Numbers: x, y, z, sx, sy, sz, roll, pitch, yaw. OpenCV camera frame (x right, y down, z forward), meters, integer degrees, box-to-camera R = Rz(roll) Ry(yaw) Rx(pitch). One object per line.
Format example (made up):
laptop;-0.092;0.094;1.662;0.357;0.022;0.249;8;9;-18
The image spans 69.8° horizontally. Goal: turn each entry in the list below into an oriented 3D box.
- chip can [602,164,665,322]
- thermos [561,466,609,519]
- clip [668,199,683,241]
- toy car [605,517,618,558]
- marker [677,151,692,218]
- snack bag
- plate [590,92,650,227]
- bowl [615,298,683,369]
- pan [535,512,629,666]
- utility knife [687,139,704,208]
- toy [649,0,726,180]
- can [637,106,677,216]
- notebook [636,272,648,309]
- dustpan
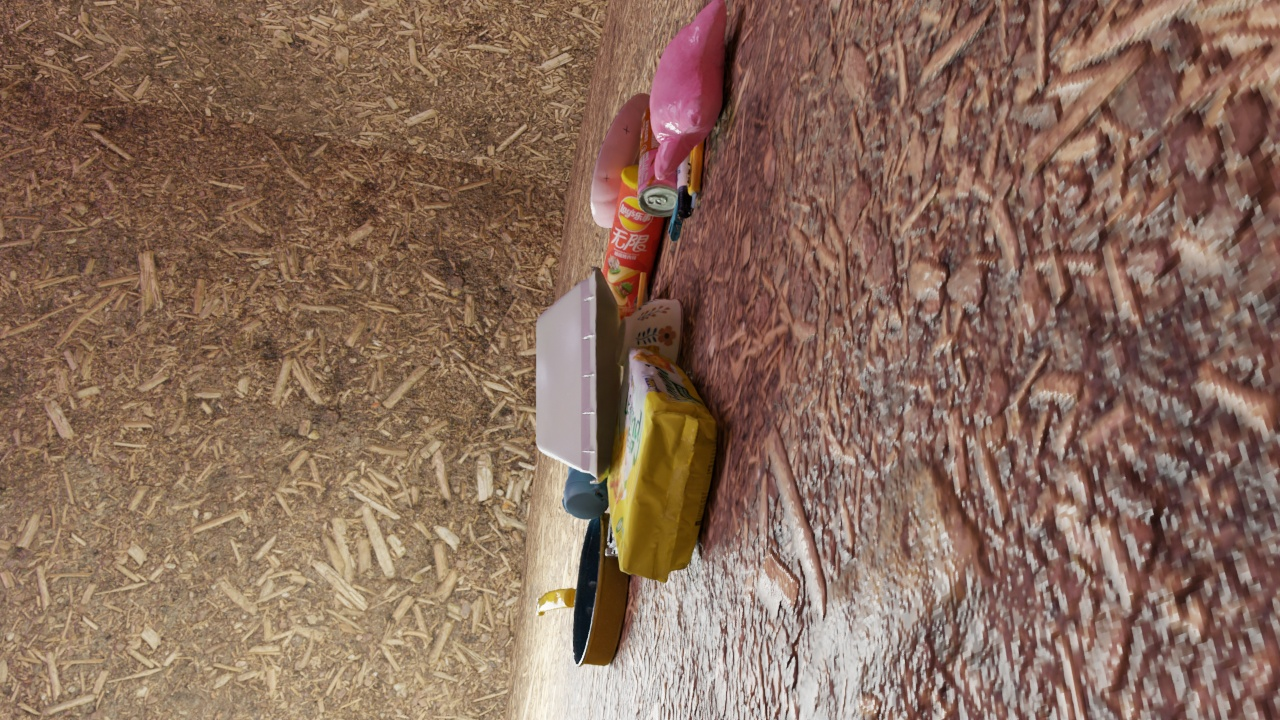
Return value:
chip can;-0.011;-0.154;1.249;0.073;0.073;0.217;-94;16;-54
thermos;-0.056;0.108;1.201;0.219;0.070;0.070;-78;4;-46
clip;0.045;-0.171;1.103;0.046;0.014;0.057;-94;14;-61
toy car;-0.013;0.182;1.030;0.158;0.042;0.070;125;153;-68
marker;0.054;-0.222;1.091;0.023;0.018;0.130;-35;41;42
snack bag;0.015;0.088;0.866;0.246;0.068;0.158;-113;32;-73
plate;-0.007;-0.272;1.278;0.191;0.039;0.193;-57;-18;-31
bowl;0.006;-0.018;1.048;0.113;0.062;0.113;-174;91;-80
pan;-0.086;0.316;1.242;0.358;0.078;0.197;119;158;-65
utility knife;0.064;-0.247;1.049;0.033;0.015;0.173;115;162;-69
toy;0.049;-0.295;1.005;0.179;0.074;0.194;134;147;-66
can;0.027;-0.253;1.150;0.058;0.058;0.147;113;163;-58
notebook;-0.007;0.007;1.169;0.146;0.010;0.206;83;-167;-77
dustpan;-0.035;0.022;1.054;0.258;0.142;0.222;171;99;-65
